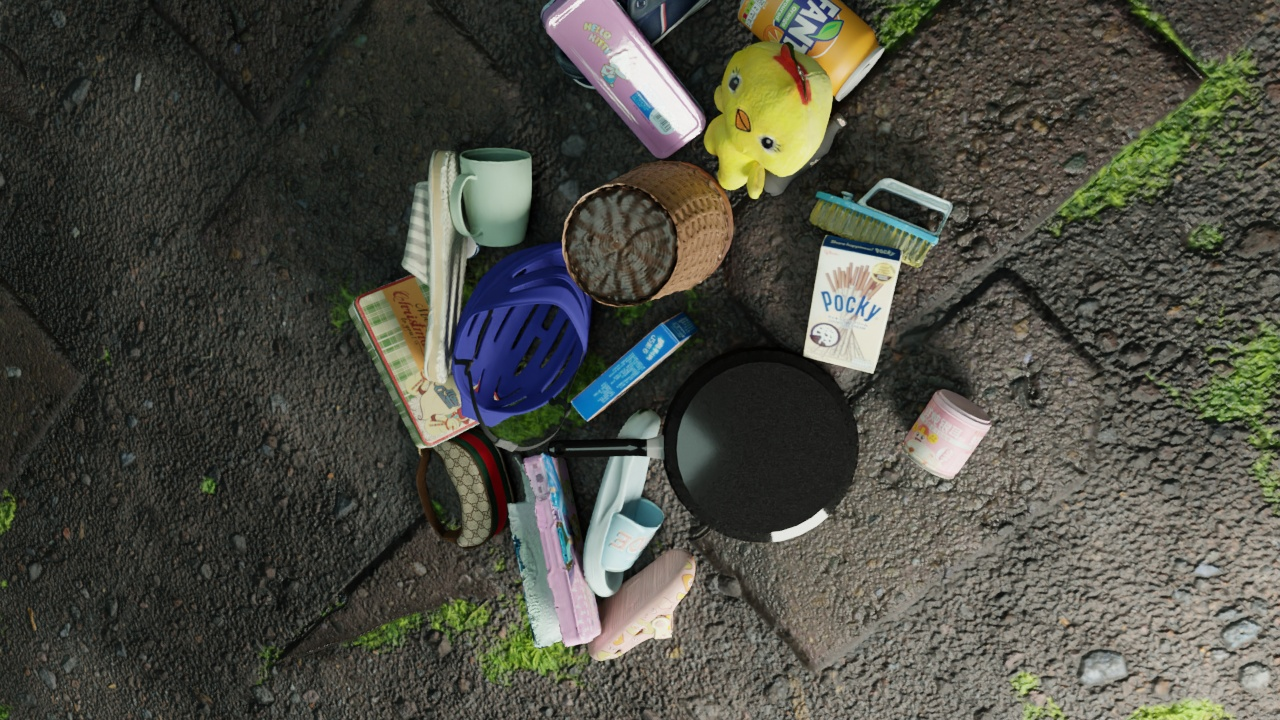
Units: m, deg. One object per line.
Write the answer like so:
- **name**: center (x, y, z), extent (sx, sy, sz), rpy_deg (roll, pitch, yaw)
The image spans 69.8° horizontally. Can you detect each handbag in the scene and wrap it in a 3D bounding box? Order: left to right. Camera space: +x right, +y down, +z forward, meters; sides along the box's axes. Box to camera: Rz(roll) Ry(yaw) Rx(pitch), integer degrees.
- **handbag**: center (-0.241, 0.164, 1.206), extent (0.139, 0.063, 0.166), rpy_deg (-10, 99, 29)

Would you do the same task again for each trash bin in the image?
- **trash bin**: center (0.005, -0.137, 0.975), extent (0.151, 0.209, 0.151), rpy_deg (4, 103, 17)

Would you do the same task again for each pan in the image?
- **pan**: center (0.071, 0.099, 1.044), extent (0.356, 0.034, 0.225), rpy_deg (-1, 93, 0)

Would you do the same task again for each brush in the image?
- **brush**: center (0.252, -0.156, 0.975), extent (0.136, 0.055, 0.075), rpy_deg (24, 99, 11)

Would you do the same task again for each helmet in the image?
- **helmet**: center (-0.131, -0.008, 1.045), extent (0.147, 0.227, 0.242), rpy_deg (25, 113, -23)

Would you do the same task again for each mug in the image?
- **mug**: center (-0.179, -0.188, 1.075), extent (0.084, 0.111, 0.104), rpy_deg (17, 118, 30)

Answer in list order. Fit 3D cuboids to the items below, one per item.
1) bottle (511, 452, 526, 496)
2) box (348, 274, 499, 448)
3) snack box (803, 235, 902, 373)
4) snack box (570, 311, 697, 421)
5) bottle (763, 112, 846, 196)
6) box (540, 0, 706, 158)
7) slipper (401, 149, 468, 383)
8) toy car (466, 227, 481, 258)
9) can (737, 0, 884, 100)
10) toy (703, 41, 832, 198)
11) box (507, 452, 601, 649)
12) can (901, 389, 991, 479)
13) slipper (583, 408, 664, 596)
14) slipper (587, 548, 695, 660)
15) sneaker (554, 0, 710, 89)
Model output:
- **bottle**: center (-0.134, 0.170, 1.185), extent (0.030, 0.030, 0.113), rpy_deg (-28, 93, 21)
- **box**: center (-0.268, -0.002, 1.143), extent (0.050, 0.117, 0.205), rpy_deg (-21, 94, 57)
- **snack box**: center (0.226, -0.059, 0.989), extent (0.082, 0.026, 0.150), rpy_deg (14, 131, 15)
- **snack box**: center (-0.006, 0.006, 1.077), extent (0.152, 0.087, 0.034), rpy_deg (-41, 87, 22)
- **bottle**: center (0.175, -0.225, 0.992), extent (0.110, 0.036, 0.036), rpy_deg (-40, 88, 21)
- **box**: center (-0.015, -0.307, 0.971), extent (0.076, 0.036, 0.214), rpy_deg (-35, 130, 17)
- **slipper**: center (-0.240, -0.109, 1.080), extent (0.054, 0.114, 0.273), rpy_deg (4, 98, 9)
- **toy car**: center (-0.242, -0.157, 1.146), extent (0.090, 0.027, 0.039), rpy_deg (26, 107, 10)
- **can**: center (0.174, -0.341, 0.943), extent (0.142, 0.079, 0.079), rpy_deg (43, 111, 4)
- **toy**: center (0.125, -0.246, 0.940), extent (0.208, 0.092, 0.134), rpy_deg (-31, 81, 57)
- **box**: center (-0.114, 0.234, 1.128), extent (0.077, 0.084, 0.230), rpy_deg (-16, 78, 11)
- **can**: center (0.332, 0.079, 0.996), extent (0.067, 0.067, 0.076), rpy_deg (31, 110, 9)
- **slipper**: center (-0.010, 0.179, 1.113), extent (0.074, 0.104, 0.245), rpy_deg (18, 103, 16)
- **slipper**: center (0.013, 0.316, 1.144), extent (0.081, 0.093, 0.198), rpy_deg (36, 118, -15)
- **sneaker**: center (0.011, -0.411, 0.958), extent (0.295, 0.127, 0.120), rpy_deg (-43, 88, 19)
